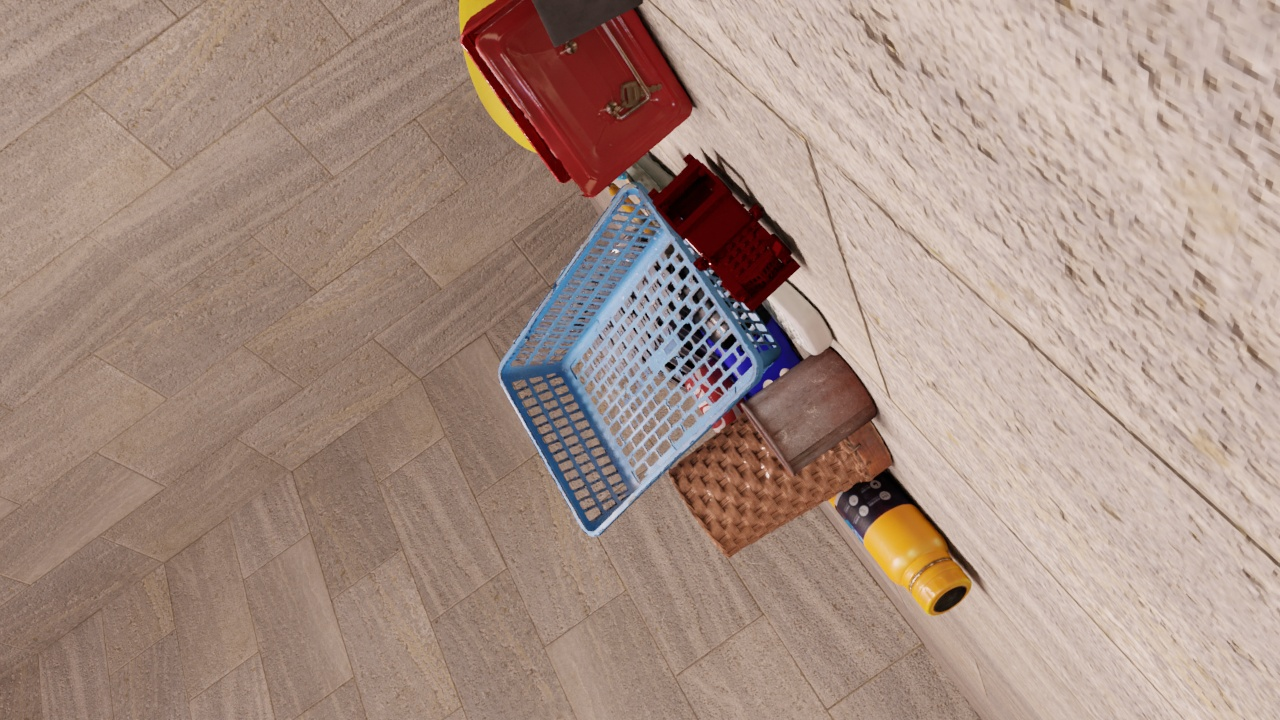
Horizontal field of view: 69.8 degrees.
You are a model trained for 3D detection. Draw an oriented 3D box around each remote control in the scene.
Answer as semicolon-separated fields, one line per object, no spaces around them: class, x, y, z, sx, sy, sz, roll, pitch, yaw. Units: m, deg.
remote control;0.145;-0.046;0.882;0.060;0.028;0.114;54;-179;-34

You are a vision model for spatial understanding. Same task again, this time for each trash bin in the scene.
trash bin;0.044;-0.046;1.237;0.227;0.164;0.164;33;-173;-16
trash bin;0.153;0.117;1.038;0.151;0.210;0.151;54;-178;-3

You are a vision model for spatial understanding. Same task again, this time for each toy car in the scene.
toy car;0.063;-0.121;0.797;0.062;0.070;0.169;35;-165;-47

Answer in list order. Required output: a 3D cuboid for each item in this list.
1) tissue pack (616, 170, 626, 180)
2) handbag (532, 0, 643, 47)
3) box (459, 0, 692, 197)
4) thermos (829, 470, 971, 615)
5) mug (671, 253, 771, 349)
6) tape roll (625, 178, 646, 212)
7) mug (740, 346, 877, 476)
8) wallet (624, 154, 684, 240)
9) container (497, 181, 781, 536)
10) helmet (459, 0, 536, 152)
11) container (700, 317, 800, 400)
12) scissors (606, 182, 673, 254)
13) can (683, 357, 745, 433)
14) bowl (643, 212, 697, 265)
tissue pack;-0.075;-0.332;1.222;0.209;0.066;0.117;54;180;32
handbag;-0.083;-0.345;0.600;0.176;0.072;0.195;51;-166;-74
box;-0.054;-0.239;0.759;0.157;0.137;0.126;54;175;-26
thermos;0.293;0.186;1.071;0.232;0.091;0.076;-125;27;-44
mug;0.099;-0.080;1.039;0.094;0.085;0.122;54;152;22
tape roll;0.013;-0.244;1.368;0.094;0.027;0.094;54;-179;-2
mug;0.165;0.047;0.927;0.096;0.110;0.123;59;180;-14
wallet;0.029;-0.202;1.159;0.100;0.054;0.131;56;-176;-36
container;-0.006;0.006;1.048;0.089;0.363;0.257;-13;-116;-43
helmet;-0.101;-0.295;0.874;0.209;0.139;0.240;55;-179;44
container;0.142;-0.010;1.142;0.113;0.085;0.084;55;180;-21
scissors;-0.033;-0.217;1.167;0.229;0.016;0.114;52;-172;37
can;0.097;0.048;1.136;0.096;0.054;0.054;56;-179;-1
bowl;0.042;-0.172;1.294;0.115;0.062;0.115;54;-179;-2
